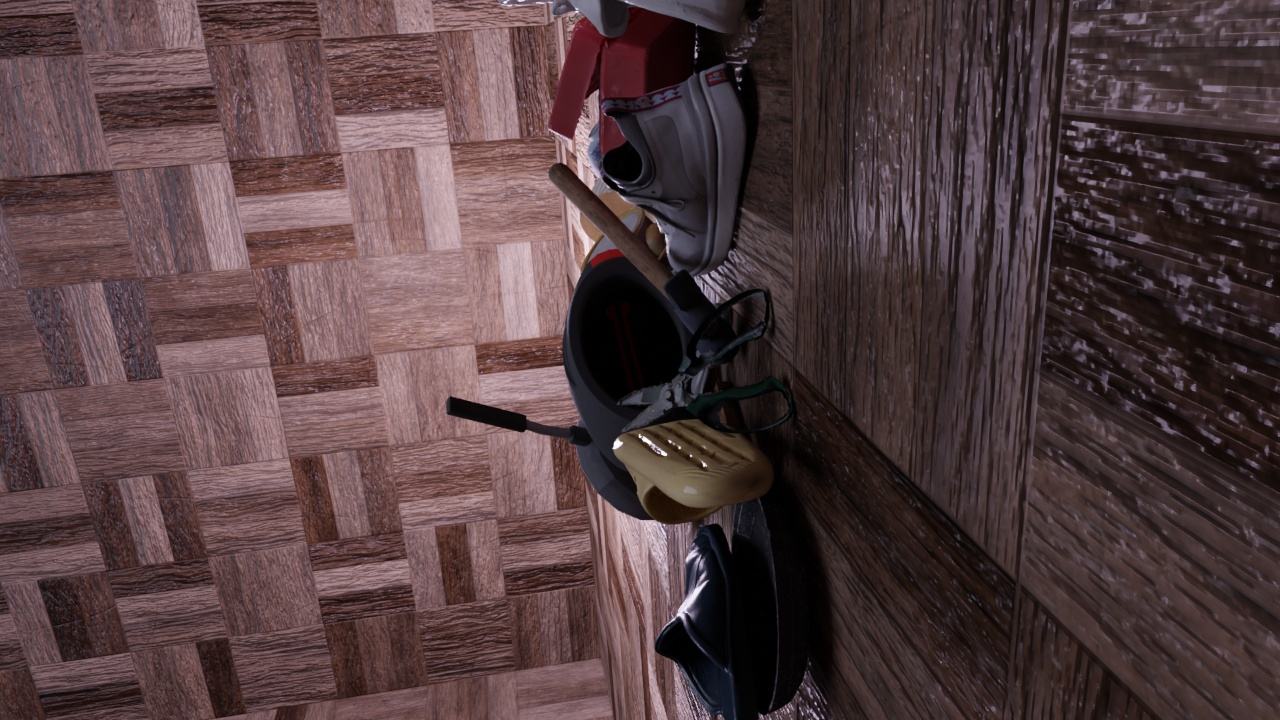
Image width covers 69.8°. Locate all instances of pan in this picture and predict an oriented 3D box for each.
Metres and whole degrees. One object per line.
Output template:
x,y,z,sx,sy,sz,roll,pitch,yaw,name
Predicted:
-0.071,0.094,1.135,0.041,0.356,0.178,-43,41,40,pan
0.109,0.152,0.873,0.208,0.040,0.356,93,174,-48,pan

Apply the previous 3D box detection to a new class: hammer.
-0.016,-0.125,0.959,0.321,0.040,0.129,49,179,39,hammer

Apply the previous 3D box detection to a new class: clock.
-0.003,-0.127,1.181,0.117,0.081,0.159,-55,22,-10,clock

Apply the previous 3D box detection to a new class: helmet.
-0.007,0.006,1.088,0.170,0.164,0.264,165,90,-87,helmet

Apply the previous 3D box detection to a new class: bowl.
-0.024,-0.213,1.270,0.115,0.115,0.062,95,-179,-54,bowl
-0.037,-0.307,1.243,0.114,0.045,0.114,-43,22,23,bowl

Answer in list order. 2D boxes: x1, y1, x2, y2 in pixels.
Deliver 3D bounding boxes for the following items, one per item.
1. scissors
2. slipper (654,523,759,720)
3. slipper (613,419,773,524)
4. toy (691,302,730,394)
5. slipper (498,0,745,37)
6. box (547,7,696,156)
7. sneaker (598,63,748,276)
0.049,0.003,0.844,0.210,0.015,0.142,-8,78,40,scissors
0.054,0.260,0.871,0.265,0.083,0.109,-96,3,-55,slipper
0.050,0.106,0.821,0.261,0.111,0.079,-164,61,-77,slipper
0.073,-0.005,0.964,0.049,0.030,0.112,-119,41,-70,toy
-0.021,-0.317,0.789,0.112,0.247,0.074,-7,-71,-63,slipper
-0.004,-0.291,0.924,0.157,0.112,0.135,-56,-12,-44,box
0.025,-0.165,0.882,0.263,0.128,0.096,92,171,-60,sneaker
